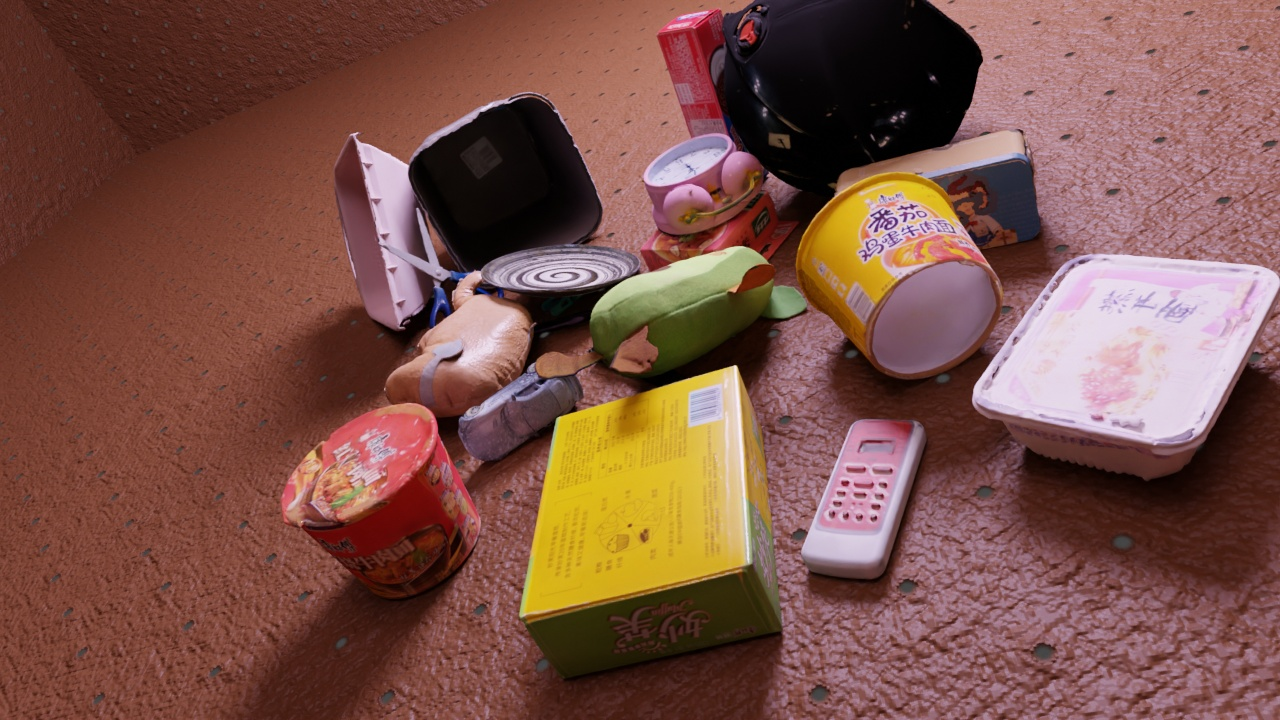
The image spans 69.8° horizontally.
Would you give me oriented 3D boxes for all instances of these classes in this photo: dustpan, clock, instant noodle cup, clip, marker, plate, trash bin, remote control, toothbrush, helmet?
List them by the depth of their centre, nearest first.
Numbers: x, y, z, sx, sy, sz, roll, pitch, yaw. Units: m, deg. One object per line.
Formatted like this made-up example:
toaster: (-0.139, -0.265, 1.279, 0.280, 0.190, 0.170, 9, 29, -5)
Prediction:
instant noodle cup: (0.315, 0.006, 0.596, 0.138, 0.060, 0.173, 13, 48, 46)
remote control: (0.154, 0.090, 0.626, 0.056, 0.020, 0.135, 0, 40, 34)
instant noodle cup: (0.204, -0.060, 0.711, 0.138, 0.138, 0.109, -24, 40, 3)
instant noodle cup: (-0.203, 0.118, 0.755, 0.138, 0.109, 0.137, -19, 33, 12)
marker: (-0.005, 0.005, 0.861, 0.022, 0.020, 0.132, -14, 22, -33)
helmet: (0.199, -0.280, 0.930, 0.275, 0.233, 0.230, 11, 86, 43)
clock: (0.066, -0.181, 0.957, 0.117, 0.060, 0.158, -30, 33, -4)
toothbrush: (-0.076, -0.044, 0.990, 0.189, 0.014, 0.016, -14, 26, 19)
plate: (-0.088, -0.097, 1.027, 0.179, 0.024, 0.179, -2, 23, 1)
clip: (-0.084, -0.071, 1.034, 0.055, 0.013, 0.038, -37, 34, -18)
dustpan: (-0.344, -0.144, 1.128, 0.139, 0.222, 0.273, -10, 7, 5)
trash bin: (-0.186, -0.236, 1.189, 0.199, 0.199, 0.219, -29, 26, -5)

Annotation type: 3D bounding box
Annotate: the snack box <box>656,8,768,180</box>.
snack box: (0.085, -0.287, 1.045, 0.058, 0.208, 0.057, 9, 43, 41)

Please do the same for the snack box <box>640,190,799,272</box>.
snack box: (0.084, -0.133, 0.975, 0.127, 0.044, 0.113, 7, 44, 41)

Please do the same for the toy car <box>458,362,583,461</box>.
toy car: (-0.109, 0.047, 0.843, 0.120, 0.054, 0.037, -34, 31, -11)

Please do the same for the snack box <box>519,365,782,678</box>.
snack box: (0.010, 0.108, 0.656, 0.158, 0.070, 0.209, -17, 33, 14)

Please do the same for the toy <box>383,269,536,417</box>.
toy: (-0.176, -0.022, 0.968, 0.143, 0.083, 0.225, -1, 35, 13)

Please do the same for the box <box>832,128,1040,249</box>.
box: (0.257, -0.140, 0.822, 0.185, 0.090, 0.059, -13, 35, 24)

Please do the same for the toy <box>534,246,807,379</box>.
toy: (0.031, -0.040, 0.803, 0.246, 0.090, 0.228, -27, 7, -39)

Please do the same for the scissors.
scissors: (-0.224, -0.088, 1.049, 0.012, 0.175, 0.162, -12, 74, 42)
